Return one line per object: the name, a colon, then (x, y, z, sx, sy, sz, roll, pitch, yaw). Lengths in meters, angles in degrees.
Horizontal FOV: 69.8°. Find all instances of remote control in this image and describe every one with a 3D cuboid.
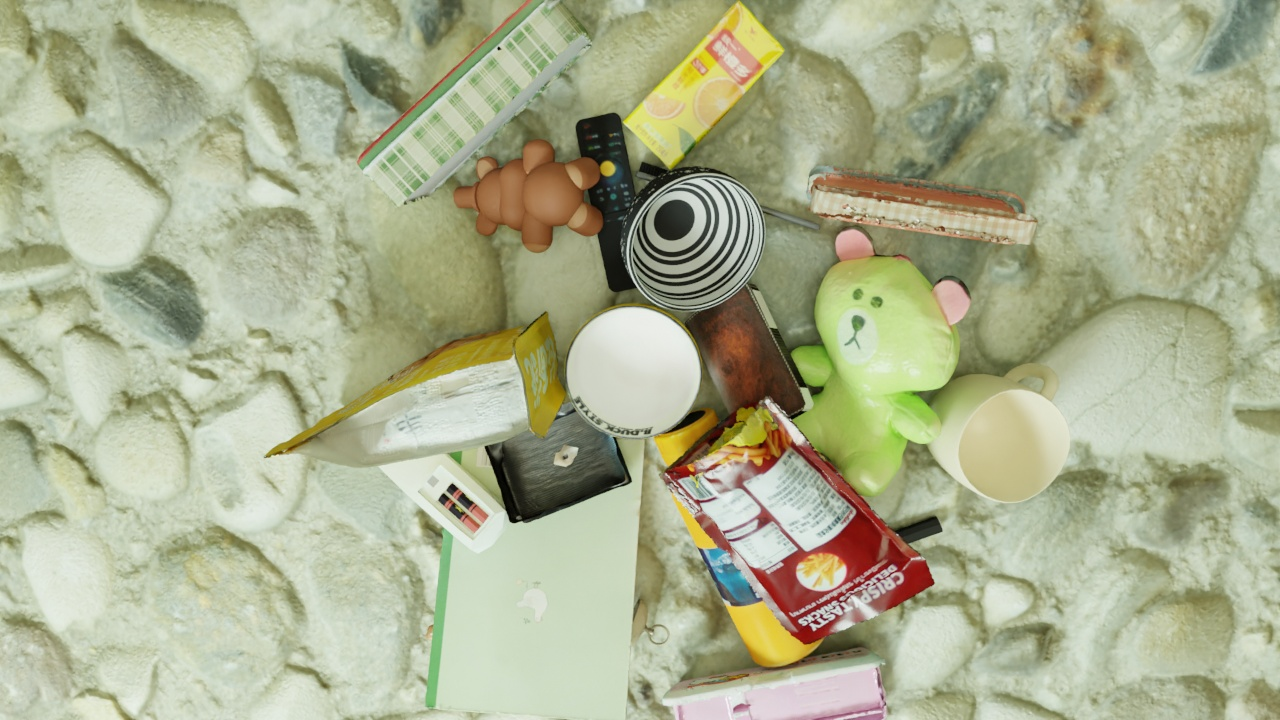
remote control: (-0.022, -0.137, 0.802, 0.041, 0.020, 0.152, -10, 100, 6)
remote control: (-0.182, 0.114, 0.834, 0.143, 0.024, 0.049, 39, 85, 12)

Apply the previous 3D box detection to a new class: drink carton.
drink carton: (0.053, -0.228, 0.767, 0.058, 0.043, 0.135, 44, 102, -8)

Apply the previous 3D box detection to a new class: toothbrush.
toothbrush: (0.077, -0.140, 0.798, 0.167, 0.013, 0.013, 18, 94, -1)

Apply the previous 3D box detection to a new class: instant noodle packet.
instant noodle packet: (-0.182, 0.036, 0.774, 0.222, 0.162, 0.084, -15, 102, 6)

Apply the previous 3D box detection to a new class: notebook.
notebook: (-0.094, 0.191, 0.832, 0.182, 0.010, 0.252, 3, 80, 3)

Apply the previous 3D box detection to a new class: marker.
marker: (0.219, 0.173, 0.851, 0.124, 0.021, 0.017, -21, 100, 6)

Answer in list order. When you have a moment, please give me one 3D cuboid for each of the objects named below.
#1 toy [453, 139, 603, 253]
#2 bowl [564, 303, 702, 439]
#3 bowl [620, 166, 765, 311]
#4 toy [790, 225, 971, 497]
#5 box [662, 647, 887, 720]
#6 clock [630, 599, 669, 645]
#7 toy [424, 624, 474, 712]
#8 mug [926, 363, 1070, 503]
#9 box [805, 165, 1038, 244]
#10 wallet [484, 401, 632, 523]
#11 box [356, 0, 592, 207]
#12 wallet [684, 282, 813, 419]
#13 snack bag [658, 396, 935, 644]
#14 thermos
toy: (-0.098, -0.139, 0.787, 0.128, 0.065, 0.095, 4, 95, 27)
bowl: (-0.005, 0.005, 0.805, 0.117, 0.067, 0.117, 1, 101, 3)
bowl: (0.037, -0.109, 0.773, 0.120, 0.066, 0.120, -8, 121, -14)
toy: (0.200, 0.004, 0.779, 0.150, 0.107, 0.197, 34, 102, 37)
box: (0.126, 0.307, 0.862, 0.202, 0.077, 0.146, -13, 131, 6)
clock: (-0.038, 0.236, 0.862, 0.141, 0.054, 0.093, 24, 101, 1)
toy: (-0.142, 0.282, 0.867, 0.106, 0.085, 0.074, -22, 121, -1)
mug: (0.301, 0.051, 0.781, 0.096, 0.099, 0.120, 36, 95, -11)
box: (0.232, -0.128, 0.764, 0.187, 0.082, 0.042, 9, 113, 0)
wallet: (-0.075, 0.089, 0.830, 0.115, 0.026, 0.089, -20, 80, -2)
box: (-0.131, -0.211, 0.745, 0.206, 0.117, 0.051, -39, 102, 12)
wallet: (0.092, 0.001, 0.789, 0.072, 0.019, 0.123, -34, 70, 28)
snack bag: (0.124, 0.140, 0.753, 0.139, 0.066, 0.208, -39, 95, 24)
thermos: (0.094, 0.153, 0.830, 0.091, 0.076, 0.232, -29, 99, -21)
